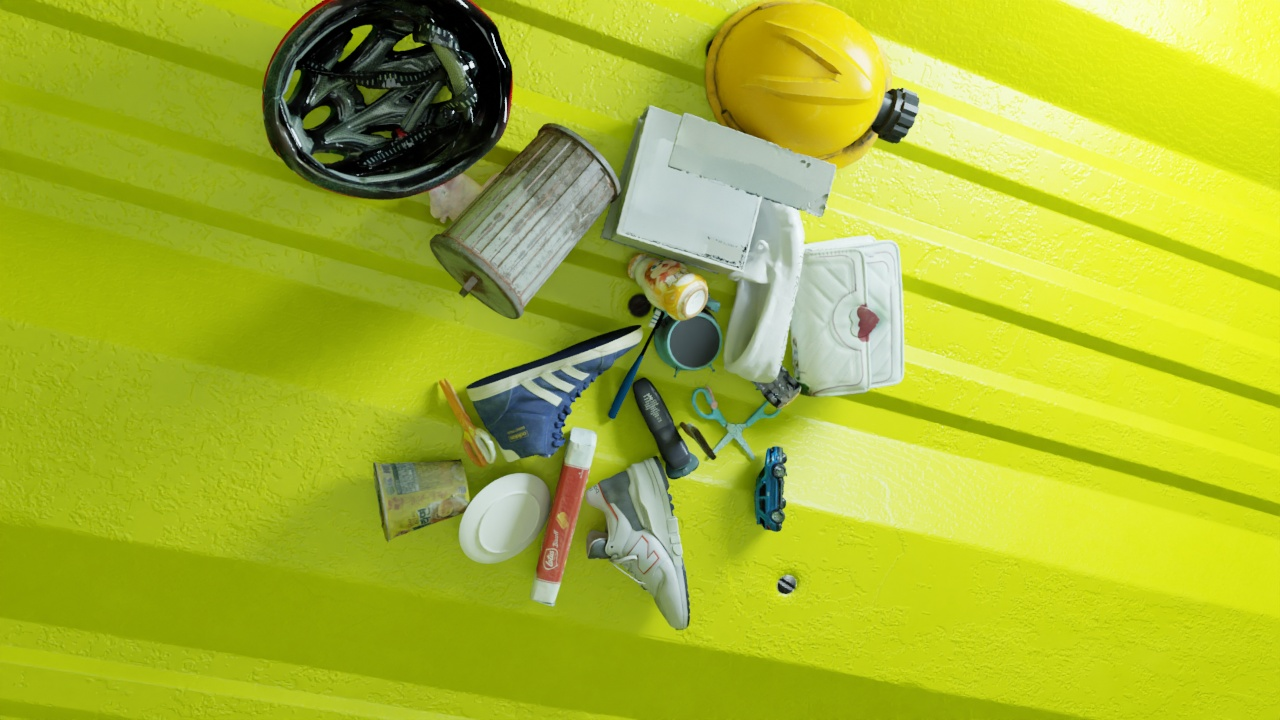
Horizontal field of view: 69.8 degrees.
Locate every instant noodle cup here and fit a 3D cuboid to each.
[{"bbox_3d":[-0.275,0.168,1.152,0.108,0.102,0.102,-9,104,-18],"label":"instant noodle cup"}]

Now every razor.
[{"bbox_3d":[0.029,0.089,1.217,0.047,0.052,0.143,-27,101,-3],"label":"razor"}]

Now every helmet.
[{"bbox_3d":[-0.275,-0.293,1.000,0.271,0.167,0.217,-27,118,-11],"label":"helmet"},{"bbox_3d":[0.215,-0.337,1.115,0.255,0.131,0.205,17,99,-14],"label":"helmet"}]

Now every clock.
[{"bbox_3d":[0.063,-0.043,1.190,0.090,0.053,0.124,-9,101,-10],"label":"clock"}]

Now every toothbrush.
[{"bbox_3d":[-0.007,0.007,1.183,0.014,0.014,0.168,24,115,-5],"label":"toothbrush"}]

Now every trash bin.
[{"bbox_3d":[-0.135,-0.155,1.057,0.131,0.131,0.210,44,74,-17],"label":"trash bin"}]

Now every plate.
[{"bbox_3d":[-0.171,0.207,1.185,0.134,0.011,0.135,-20,126,-31],"label":"plate"}]

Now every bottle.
[{"bbox_3d":[0.031,-0.096,1.144,0.063,0.108,0.063,-31,139,-31],"label":"bottle"}]

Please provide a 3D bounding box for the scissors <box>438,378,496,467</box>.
[{"bbox_3d":[-0.220,0.076,1.159,0.013,0.070,0.130,-31,100,-39],"label":"scissors"}]

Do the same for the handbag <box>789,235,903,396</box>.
[{"bbox_3d":[0.267,-0.059,1.207,0.142,0.096,0.199,-10,106,-9],"label":"handbag"}]

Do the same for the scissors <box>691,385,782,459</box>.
[{"bbox_3d":[0.132,0.076,1.255,0.135,0.015,0.135,-36,113,1],"label":"scissors"}]

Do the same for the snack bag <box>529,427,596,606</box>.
[{"bbox_3d":[-0.100,0.202,1.199,0.041,0.077,0.225,16,99,-4],"label":"snack bag"}]

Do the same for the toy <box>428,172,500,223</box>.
[{"bbox_3d":[-0.201,-0.194,1.104,0.109,0.047,0.063,-6,105,-23],"label":"toy"}]

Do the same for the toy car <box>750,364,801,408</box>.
[{"bbox_3d":[0.163,0.013,1.223,0.047,0.047,0.112,-42,86,2],"label":"toy car"}]

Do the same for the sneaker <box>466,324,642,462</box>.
[{"bbox_3d":[-0.089,0.050,1.158,0.233,0.091,0.118,-20,101,-6],"label":"sneaker"}]

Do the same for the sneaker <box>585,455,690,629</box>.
[{"bbox_3d":[-0.010,0.253,1.232,0.124,0.089,0.240,-9,96,-5],"label":"sneaker"}]

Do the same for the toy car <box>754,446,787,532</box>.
[{"bbox_3d":[0.180,0.177,1.264,0.044,0.056,0.120,4,108,10],"label":"toy car"}]

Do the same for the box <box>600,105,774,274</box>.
[{"bbox_3d":[0.035,-0.233,1.266,0.168,0.403,0.172,16,98,-12],"label":"box"}]

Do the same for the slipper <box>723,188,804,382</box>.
[{"bbox_3d":[0.149,-0.097,1.164,0.074,0.112,0.246,10,88,-39],"label":"slipper"}]

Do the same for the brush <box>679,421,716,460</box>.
[{"bbox_3d":[0.068,0.095,1.175,0.008,0.143,0.045,-34,98,-4],"label":"brush"}]
